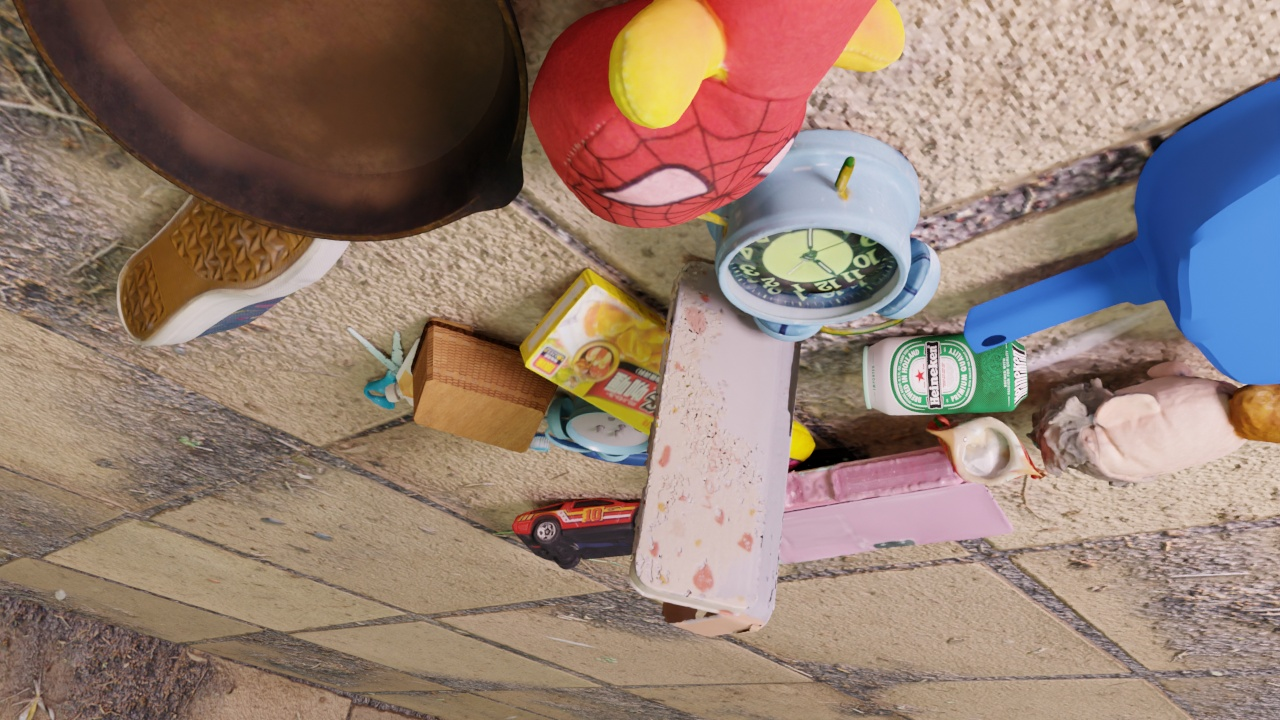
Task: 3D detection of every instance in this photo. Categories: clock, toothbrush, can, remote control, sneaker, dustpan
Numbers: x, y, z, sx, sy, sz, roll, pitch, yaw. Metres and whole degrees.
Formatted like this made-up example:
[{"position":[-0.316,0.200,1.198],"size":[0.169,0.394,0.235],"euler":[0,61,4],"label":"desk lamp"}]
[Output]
[{"position":[0.102,-0.061,0.514],"size":[0.118,0.060,0.162],"euler":[-13,147,32],"label":"clock"},{"position":[-0.039,0.085,0.849],"size":[0.132,0.016,0.021],"euler":[10,153,1],"label":"toothbrush"},{"position":[0.202,0.009,0.611],"size":[0.101,0.053,0.053],"euler":[-3,148,20],"label":"can"},{"position":[0.138,0.097,0.824],"size":[0.125,0.010,0.039],"euler":[-15,142,36],"label":"remote control"},{"position":[-0.255,-0.070,0.605],"size":[0.236,0.087,0.079],"euler":[-19,175,35],"label":"sneaker"},{"position":[-0.035,0.057,0.774],"size":[0.087,0.041,0.123],"euler":[28,144,-29],"label":"clock"},{"position":[0.305,-0.042,0.488],"size":[0.258,0.059,0.245],"euler":[-24,138,29],"label":"dustpan"}]

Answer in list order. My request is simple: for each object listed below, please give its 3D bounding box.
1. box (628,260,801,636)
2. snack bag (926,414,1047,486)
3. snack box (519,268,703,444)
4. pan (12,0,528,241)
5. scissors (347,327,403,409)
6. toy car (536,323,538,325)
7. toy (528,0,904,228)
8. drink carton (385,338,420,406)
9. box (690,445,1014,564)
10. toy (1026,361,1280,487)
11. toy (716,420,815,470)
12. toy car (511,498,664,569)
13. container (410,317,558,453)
[{"position":[0.048,0.057,0.576],"size":[0.094,0.215,0.108],"euler":[11,152,0],"label":"box"},{"position":[0.248,0.061,0.656],"size":[0.087,0.044,0.155],"euler":[28,-171,20],"label":"snack bag"},{"position":[-0.004,0.004,0.651],"size":[0.152,0.025,0.075],"euler":[32,108,-34],"label":"snack box"},{"position":[-0.124,-0.180,0.383],"size":[0.248,0.043,0.357],"euler":[27,139,-25],"label":"pan"},{"position":[-0.194,0.010,0.773],"size":[0.110,0.015,0.133],"euler":[14,144,-4],"label":"scissors"},{"position":[-0.045,0.000,0.683],"size":[0.042,0.036,0.092],"euler":[-1,149,18],"label":"toy car"},{"position":[0.036,-0.128,0.374],"size":[0.147,0.098,0.217],"euler":[-8,164,-36],"label":"toy"},{"position":[-0.143,0.029,0.761],"size":[0.122,0.038,0.069],"euler":[25,120,-20],"label":"drink carton"},{"position":[0.179,0.121,0.789],"size":[0.233,0.059,0.179],"euler":[-15,149,31],"label":"box"},{"position":[0.339,0.038,0.599],"size":[0.132,0.076,0.176],"euler":[13,160,-41],"label":"toy"},{"position":[0.096,0.069,0.757],"size":[0.094,0.041,0.096],"euler":[7,154,-5],"label":"toy"},{"position":[-0.037,0.181,0.976],"size":[0.189,0.056,0.081],"euler":[-6,149,13],"label":"toy car"},{"position":[-0.119,0.022,0.700],"size":[0.114,0.061,0.063],"euler":[18,129,-14],"label":"container"}]
